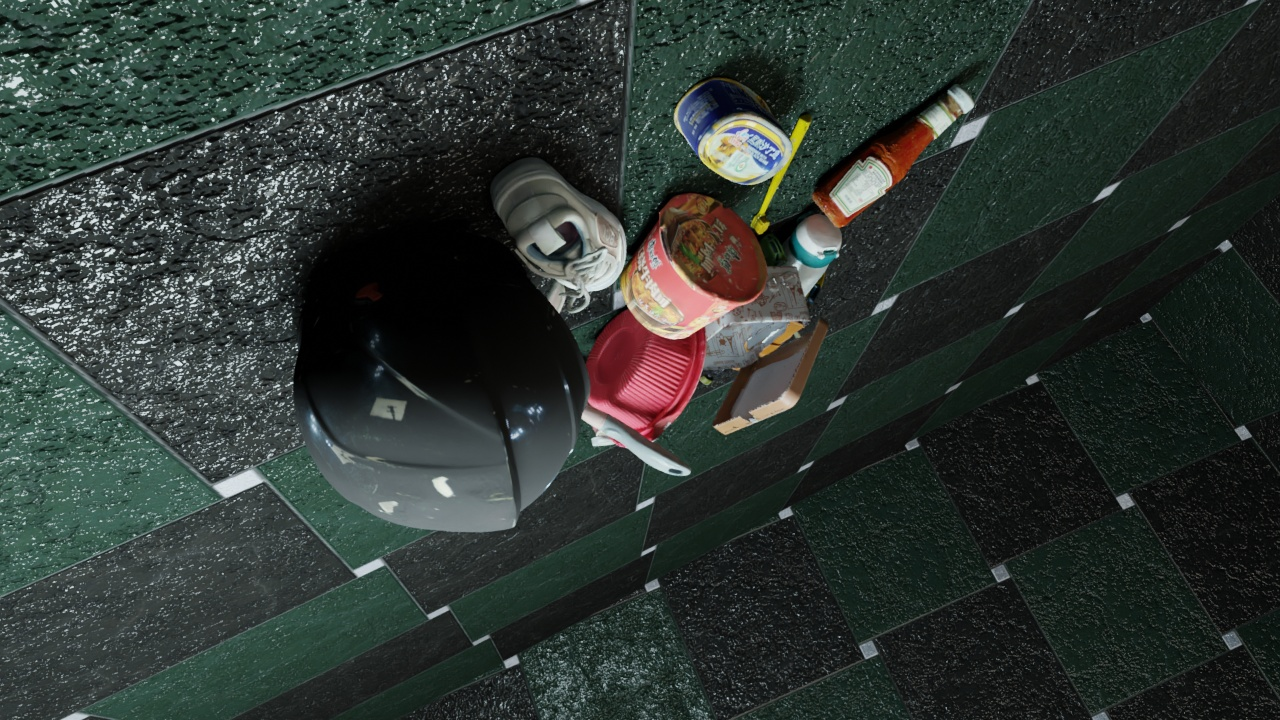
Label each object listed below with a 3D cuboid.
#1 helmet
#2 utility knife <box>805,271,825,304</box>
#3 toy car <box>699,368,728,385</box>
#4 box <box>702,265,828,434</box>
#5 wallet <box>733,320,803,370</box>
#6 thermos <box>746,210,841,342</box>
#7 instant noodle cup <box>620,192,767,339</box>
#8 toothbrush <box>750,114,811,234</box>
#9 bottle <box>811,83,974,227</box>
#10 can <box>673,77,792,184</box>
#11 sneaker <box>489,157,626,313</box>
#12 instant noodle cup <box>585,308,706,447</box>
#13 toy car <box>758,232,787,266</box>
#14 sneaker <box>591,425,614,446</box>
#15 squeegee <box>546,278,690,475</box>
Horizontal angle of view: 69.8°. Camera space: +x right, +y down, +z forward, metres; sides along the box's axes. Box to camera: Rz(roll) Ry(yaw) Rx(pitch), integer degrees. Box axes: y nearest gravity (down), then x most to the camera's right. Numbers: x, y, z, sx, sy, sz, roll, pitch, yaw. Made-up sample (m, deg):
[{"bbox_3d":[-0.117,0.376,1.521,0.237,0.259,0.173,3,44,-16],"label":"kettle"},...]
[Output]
[{"bbox_3d":[-0.183,0.035,0.808,0.275,0.229,0.234,1,130,3],"label":"helmet"},{"bbox_3d":[0.245,-0.106,1.291,0.033,0.015,0.164,-61,176,20],"label":"utility knife"},{"bbox_3d":[0.084,-0.006,1.343,0.070,0.042,0.158,-41,146,28],"label":"toy car"},{"bbox_3d":[0.135,-0.001,1.161,0.153,0.181,0.183,-2,161,-25],"label":"box"},{"bbox_3d":[0.188,-0.032,1.444,0.131,0.035,0.119,-38,151,22],"label":"wallet"},{"bbox_3d":[0.194,-0.109,1.222,0.073,0.073,0.225,-18,158,-28],"label":"thermos"},{"bbox_3d":[0.052,-0.095,0.997,0.137,0.138,0.109,-11,160,-40],"label":"instant noodle cup"},{"bbox_3d":[0.158,-0.204,1.033,0.015,0.016,0.190,-22,157,-21],"label":"toothbrush"},{"bbox_3d":[0.296,-0.242,1.077,0.206,0.059,0.059,-40,157,15],"label":"bottle"},{"bbox_3d":[0.091,-0.216,0.877,0.075,0.049,0.148,-40,157,22],"label":"can"},{"bbox_3d":[-0.058,-0.103,0.881,0.089,0.090,0.242,-32,159,8],"label":"sneaker"},{"bbox_3d":[-0.007,0.006,1.116,0.065,0.193,0.194,28,124,-32],"label":"instant noodle cup"},{"bbox_3d":[0.155,-0.124,1.172,0.036,0.043,0.091,-12,155,-25],"label":"toy car"},{"bbox_3d":[-0.012,0.064,1.293,0.118,0.087,0.242,-5,154,-24],"label":"sneaker"},{"bbox_3d":[-0.047,0.060,1.056,0.040,0.249,0.248,-49,175,-42],"label":"squeegee"}]
